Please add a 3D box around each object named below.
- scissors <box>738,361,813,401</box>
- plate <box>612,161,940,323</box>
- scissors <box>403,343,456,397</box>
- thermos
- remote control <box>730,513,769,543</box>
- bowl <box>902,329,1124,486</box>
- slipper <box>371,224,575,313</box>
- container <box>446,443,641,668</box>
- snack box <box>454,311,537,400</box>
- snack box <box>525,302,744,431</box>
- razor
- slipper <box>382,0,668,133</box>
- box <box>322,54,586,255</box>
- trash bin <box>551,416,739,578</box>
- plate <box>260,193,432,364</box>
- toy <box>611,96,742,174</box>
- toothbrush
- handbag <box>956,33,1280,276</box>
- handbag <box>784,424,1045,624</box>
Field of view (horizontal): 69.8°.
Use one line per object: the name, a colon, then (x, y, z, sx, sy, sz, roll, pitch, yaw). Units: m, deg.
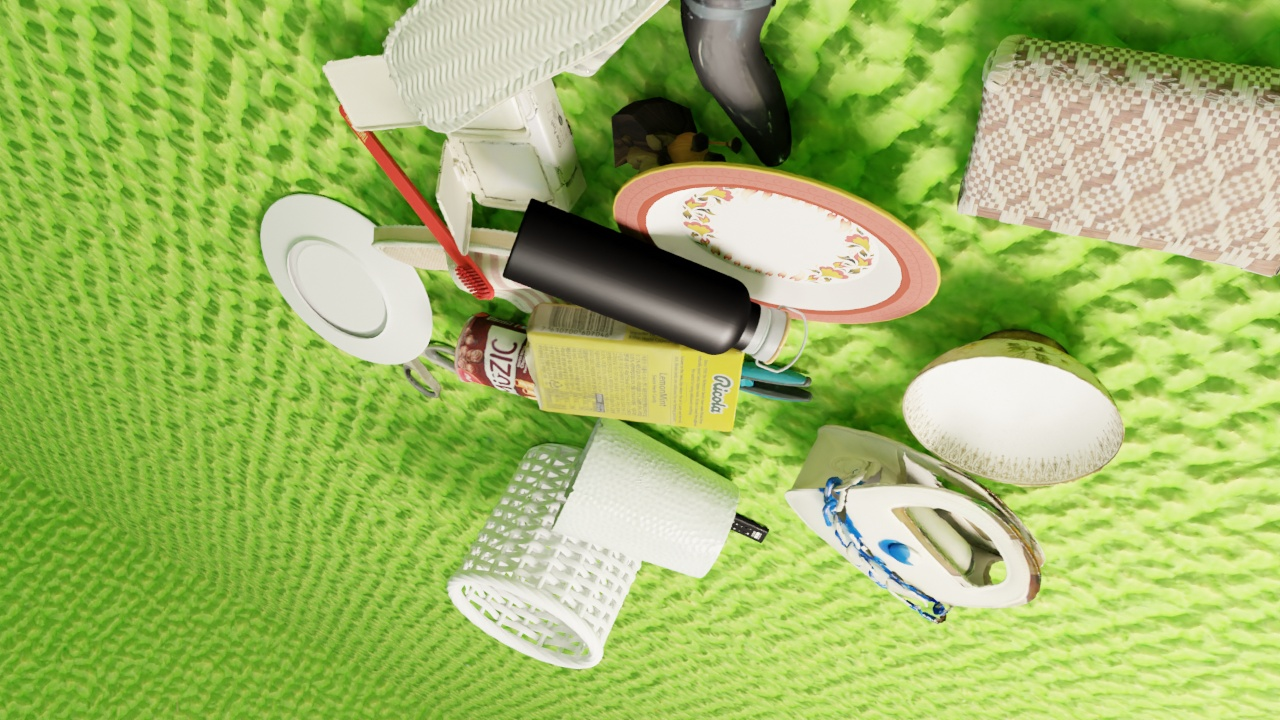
scissors: (0.082, 0.016, 0.823, 0.139, 0.019, 0.136, 41, 143, -21)
plate: (0.093, -0.082, 0.643, 0.230, 0.021, 0.230, 16, 165, 4)
scissors: (-0.254, -0.010, 1.022, 0.158, 0.012, 0.171, 12, 143, 19)
thermos: (0.017, -0.049, 0.679, 0.231, 0.061, 0.061, 20, 147, -10)
remote control: (0.076, 0.168, 1.029, 0.140, 0.009, 0.030, 24, 145, 6)
bowl: (0.271, 0.023, 0.666, 0.145, 0.063, 0.145, 18, 145, 13)
slipper: (-0.122, -0.075, 0.789, 0.263, 0.052, 0.115, 11, 173, 28)
container: (-0.096, 0.225, 1.062, 0.189, 0.186, 0.190, 18, 144, 14)
snack box: (-0.110, 0.001, 0.889, 0.121, 0.072, 0.072, 15, 143, 17)
snack box: (-0.004, 0.005, 0.780, 0.181, 0.045, 0.121, 5, 145, 6)
razor: (0.067, -0.182, 0.558, 0.064, 0.052, 0.140, -21, 132, 16)
slipper: (-0.061, -0.226, 0.556, 0.273, 0.053, 0.114, -24, 97, 39)
box: (-0.153, -0.157, 0.690, 0.184, 0.098, 0.144, 8, 141, 26)
trash bin: (0.008, 0.145, 0.950, 0.161, 0.133, 0.134, 24, 146, -3)
plate: (-0.307, -0.075, 0.944, 0.209, 0.015, 0.209, 17, 134, 17)
toy: (0.024, -0.143, 0.616, 0.100, 0.062, 0.076, 20, 167, 43)
toothbrush: (-0.186, -0.130, 0.741, 0.012, 0.017, 0.212, -44, 79, 29)
handbag: (0.277, -0.114, 0.504, 0.186, 0.046, 0.124, 15, 151, 18)
handbag: (0.234, 0.145, 0.777, 0.200, 0.092, 0.200, 41, 160, -21)
